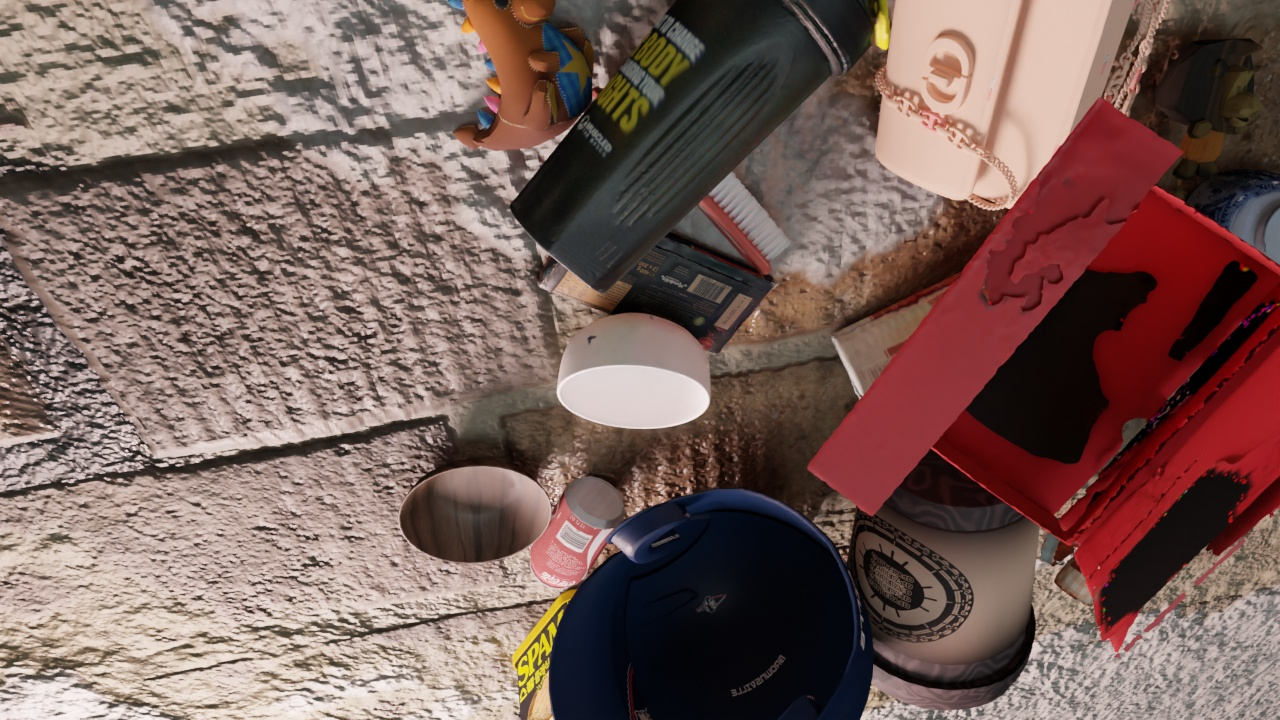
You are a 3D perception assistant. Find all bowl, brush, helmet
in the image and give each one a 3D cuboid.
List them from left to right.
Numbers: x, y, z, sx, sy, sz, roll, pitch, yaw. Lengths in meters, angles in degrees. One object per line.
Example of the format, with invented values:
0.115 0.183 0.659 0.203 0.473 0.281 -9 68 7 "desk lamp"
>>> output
-0.132 0.113 0.734 0.119 0.032 0.119 -6 132 -7 "bowl"
-0.004 0.004 0.636 0.105 0.054 0.105 2 154 1 "bowl"
0.036 -0.115 0.566 0.030 0.041 0.172 -46 124 5 "brush"
0.057 0.245 0.748 0.272 0.232 0.223 -32 151 -7 "helmet"
0.429 -0.080 0.628 0.114 0.045 0.114 0 90 -12 "bowl"

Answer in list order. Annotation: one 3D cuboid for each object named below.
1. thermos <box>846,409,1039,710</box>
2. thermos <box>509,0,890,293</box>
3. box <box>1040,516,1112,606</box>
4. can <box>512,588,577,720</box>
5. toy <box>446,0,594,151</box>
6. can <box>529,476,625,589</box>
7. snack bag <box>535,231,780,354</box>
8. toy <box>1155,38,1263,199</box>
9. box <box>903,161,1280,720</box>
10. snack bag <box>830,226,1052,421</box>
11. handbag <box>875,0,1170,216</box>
0.253 0.158 0.773 0.172 0.172 0.226 -10 126 -3 "thermos"
0.031 -0.136 0.479 0.221 0.098 0.098 -46 126 10 "thermos"
0.399 0.173 0.821 0.054 0.078 0.186 -17 168 30 "box"
-0.062 0.301 0.868 0.075 0.104 0.135 18 125 -26 "can"
-0.077 -0.160 0.502 0.103 0.070 0.090 -14 123 32 "toy"
-0.055 0.145 0.765 0.054 0.054 0.097 14 127 -23 "can"
0.012 -0.053 0.624 0.155 0.018 0.075 20 125 -26 "snack bag"
0.354 -0.150 0.576 0.076 0.062 0.100 -11 116 -26 "toy"
0.364 0.079 0.515 0.107 0.410 0.212 4 126 -55 "box"
0.252 -0.036 0.651 0.225 0.077 0.041 -26 137 12 "snack bag"
0.226 -0.190 0.539 0.186 0.117 0.199 -43 148 -30 "handbag"
